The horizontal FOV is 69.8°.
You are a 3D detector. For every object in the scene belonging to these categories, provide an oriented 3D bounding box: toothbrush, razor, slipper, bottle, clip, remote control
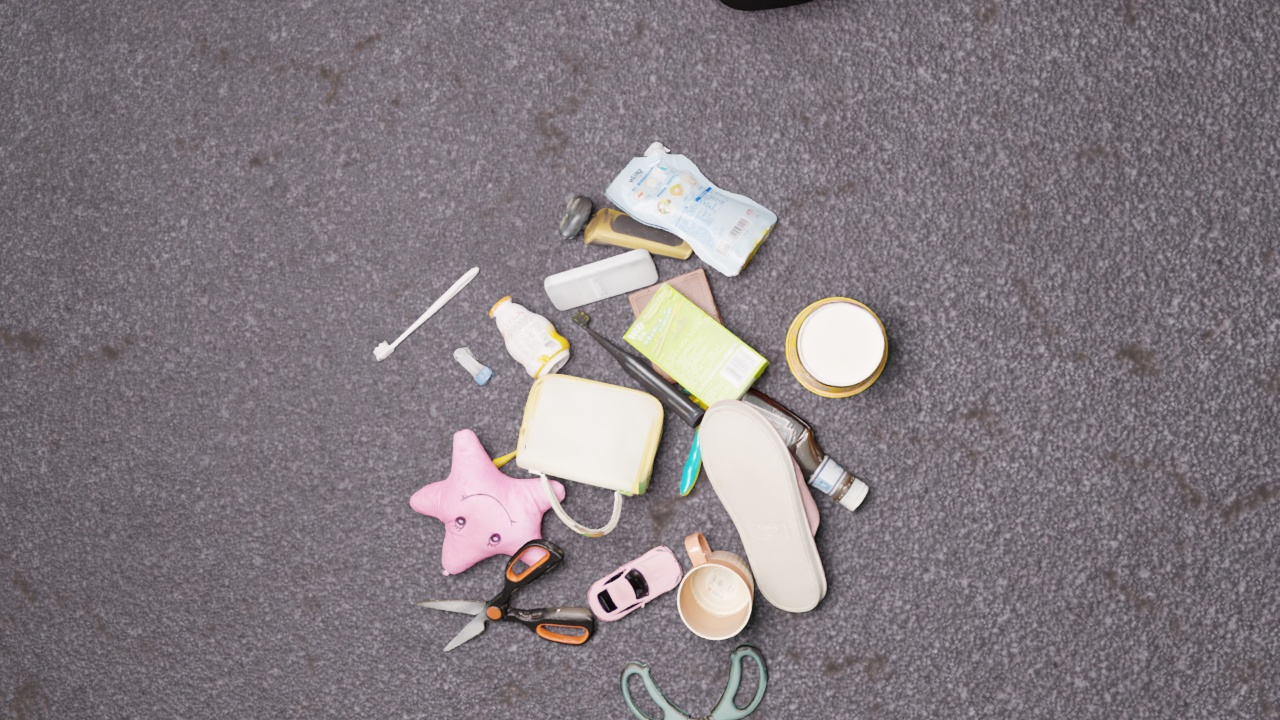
[{"bbox_3d":[-0.276,-0.062,1.183,0.180,0.016,0.016,-40,76,8],"label":"toothbrush"},{"bbox_3d":[0.064,0.098,1.110,0.043,0.028,0.132,6,88,42],"label":"razor"},{"bbox_3d":[0.147,0.165,1.058,0.114,0.054,0.274,-14,105,35],"label":"slipper"},{"bbox_3d":[-0.015,-0.158,1.117,0.167,0.068,0.062,16,64,4],"label":"razor"},{"bbox_3d":[-0.139,-0.030,1.132,0.063,0.063,0.108,-45,82,6],"label":"bottle"},{"bbox_3d":[-0.007,0.007,1.113,0.212,0.026,0.027,40,98,21],"label":"toothbrush"},{"bbox_3d":[-0.213,0.006,1.170,0.058,0.036,0.026,42,98,5],"label":"clip"},{"bbox_3d":[-0.189,0.131,1.163,0.191,0.016,0.018,-33,72,8],"label":"toothbrush"},{"bbox_3d":[-0.048,-0.099,1.124,0.136,0.056,0.020,-16,53,10],"label":"remote control"},{"bbox_3d":[0.178,0.107,1.082,0.195,0.044,0.080,34,98,8],"label":"bottle"}]

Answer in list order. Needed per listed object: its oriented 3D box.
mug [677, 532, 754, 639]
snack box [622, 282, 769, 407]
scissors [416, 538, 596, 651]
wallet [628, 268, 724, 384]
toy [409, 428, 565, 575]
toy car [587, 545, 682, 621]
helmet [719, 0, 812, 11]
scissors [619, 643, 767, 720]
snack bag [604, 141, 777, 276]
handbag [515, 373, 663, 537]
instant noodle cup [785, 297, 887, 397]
[{"bbox_3d":[0.083,0.254,1.063,0.082,0.106,0.114,-26,84,8],"label":"mug"},{"bbox_3d":[0.064,-0.013,1.077,0.156,0.026,0.086,38,96,17],"label":"snack box"},{"bbox_3d":[-0.160,0.297,1.132,0.221,0.021,0.228,20,114,-1],"label":"scissors"},{"bbox_3d":[0.049,-0.040,1.117,0.101,0.032,0.124,-20,85,12],"label":"wallet"},{"bbox_3d":[-0.186,0.197,1.129,0.194,0.074,0.179,32,100,-2],"label":"toy"},{"bbox_3d":[-0.007,0.273,1.116,0.122,0.037,0.056,-32,85,7],"label":"toy car"},{"bbox_3d":[0.156,-0.510,1.009,0.275,0.230,0.233,-12,95,0],"label":"helmet"},{"bbox_3d":[0.069,0.396,1.108,0.171,0.019,0.170,38,94,10],"label":"scissors"},{"bbox_3d":[0.061,-0.185,1.104,0.191,0.039,0.110,33,75,8],"label":"snack bag"},{"bbox_3d":[-0.065,0.117,1.097,0.163,0.063,0.178,12,74,7],"label":"handbag"},{"bbox_3d":[0.224,-0.017,1.041,0.118,0.114,0.118,0,88,10],"label":"instant noodle cup"}]
